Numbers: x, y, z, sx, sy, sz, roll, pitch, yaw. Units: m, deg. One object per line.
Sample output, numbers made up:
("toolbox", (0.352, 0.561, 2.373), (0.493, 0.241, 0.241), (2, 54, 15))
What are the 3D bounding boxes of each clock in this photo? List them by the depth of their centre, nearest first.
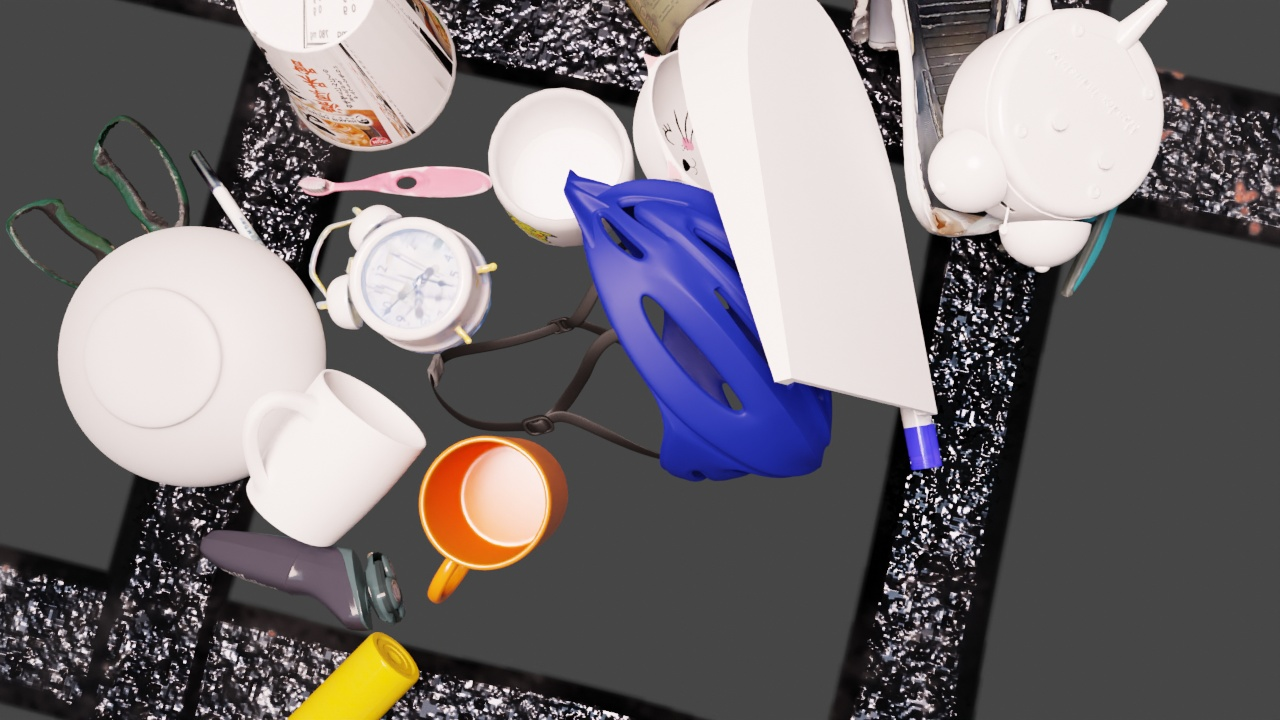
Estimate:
("clock", (0.257, -0.146, 0.563), (0.125, 0.073, 0.161), (32, 84, -16))
("clock", (-0.162, -0.055, 0.617), (0.125, 0.052, 0.089), (17, 86, 6))

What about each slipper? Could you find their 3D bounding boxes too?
("slipper", (0.200, -0.214, 0.611), (0.111, 0.063, 0.264), (-11, 97, -18))

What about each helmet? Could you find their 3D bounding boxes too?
("helmet", (-0.004, 0.003, 0.563), (0.228, 0.147, 0.241), (-25, 115, 15))

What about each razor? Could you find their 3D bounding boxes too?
("razor", (-0.223, 0.141, 0.606), (0.143, 0.047, 0.052), (12, 61, 6))

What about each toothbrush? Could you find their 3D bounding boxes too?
("toothbrush", (-0.171, -0.123, 0.640), (0.135, 0.016, 0.021), (-1, 86, 2))

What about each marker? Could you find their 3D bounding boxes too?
("marker", (0.179, 0.001, 0.615), (0.020, 0.020, 0.141), (-9, 84, 1))
("marker", (-0.273, -0.086, 0.643), (0.011, 0.011, 0.152), (-35, 84, -2))

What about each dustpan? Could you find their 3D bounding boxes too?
("dustpan", (0.094, -0.097, 0.547), (0.053, 0.191, 0.257), (-16, 73, 35))

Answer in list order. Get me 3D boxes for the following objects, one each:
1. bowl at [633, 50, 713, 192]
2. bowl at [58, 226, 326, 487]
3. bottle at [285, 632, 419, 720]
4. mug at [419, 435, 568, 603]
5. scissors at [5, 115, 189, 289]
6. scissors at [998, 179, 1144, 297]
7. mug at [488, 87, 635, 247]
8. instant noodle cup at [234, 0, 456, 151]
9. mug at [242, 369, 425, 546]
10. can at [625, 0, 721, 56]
("bowl", (0.039, -0.141, 0.603), (0.114, 0.051, 0.114), (14, 64, -31))
("bowl", (-0.302, -0.002, 0.598), (0.176, 0.066, 0.176), (0, 91, 2))
("bottle", (-0.209, 0.243, 0.594), (0.043, 0.043, 0.143), (45, 88, 5))
("mug", (-0.098, 0.102, 0.576), (0.077, 0.096, 0.112), (29, 86, 4))
("scissors", (-0.331, -0.086, 0.644), (0.210, 0.015, 0.137), (32, 85, 3))
("scissors", (0.302, -0.109, 0.622), (0.126, 0.019, 0.154), (-5, 83, 0))
("mug", (-0.042, -0.120, 0.609), (0.115, 0.068, 0.094), (33, 86, 4))
("instant noodle cup", (-0.194, -0.215, 0.596), (0.123, 0.122, 0.123), (0, 85, 2))
("mug", (-0.206, 0.059, 0.579), (0.087, 0.114, 0.081), (-51, 53, 3))
("can", (0.036, -0.251, 0.608), (0.090, 0.090, 0.074), (-33, 85, -2))
